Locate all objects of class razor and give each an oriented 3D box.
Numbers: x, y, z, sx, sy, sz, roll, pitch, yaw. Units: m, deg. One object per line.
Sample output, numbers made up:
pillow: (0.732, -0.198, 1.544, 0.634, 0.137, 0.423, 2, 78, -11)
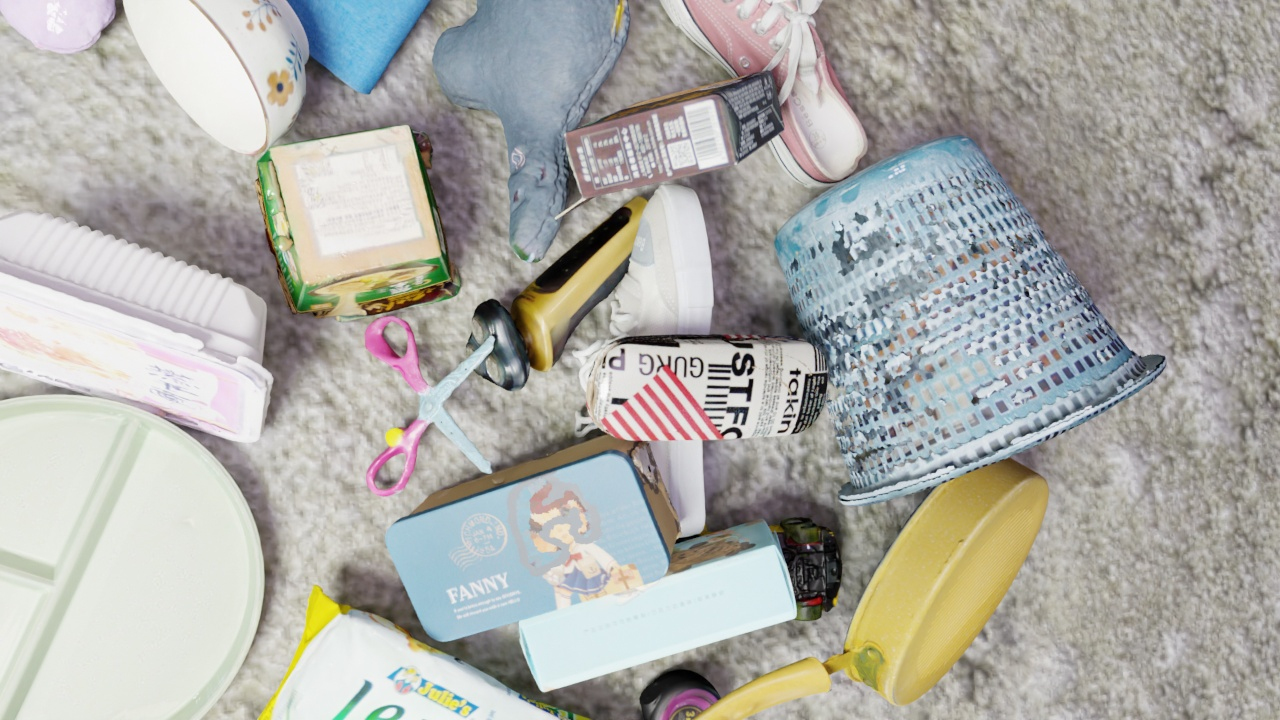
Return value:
razor: (-0.050, -0.051, 0.624, 0.167, 0.062, 0.067, -46, 130, -17)

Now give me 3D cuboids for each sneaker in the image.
sneaker: (0.094, -0.233, 0.649, 0.118, 0.088, 0.241, -37, 101, -14)
sneaker: (-0.004, 0.004, 0.620, 0.090, 0.089, 0.242, -1, 100, -10)

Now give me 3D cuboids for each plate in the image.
plate: (-0.345, 0.135, 0.545, 0.230, 0.027, 0.230, 0, 91, -17)

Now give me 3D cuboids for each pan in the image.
pan: (0.149, 0.185, 0.623, 0.356, 0.078, 0.198, -34, 138, -28)

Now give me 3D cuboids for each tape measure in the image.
tape measure: (0.029, 0.251, 0.654, 0.057, 0.039, 0.057, -15, 94, -12)

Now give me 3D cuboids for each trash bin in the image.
trash bin: (0.199, -0.035, 0.631, 0.226, 0.227, 0.195, -24, 84, -16)

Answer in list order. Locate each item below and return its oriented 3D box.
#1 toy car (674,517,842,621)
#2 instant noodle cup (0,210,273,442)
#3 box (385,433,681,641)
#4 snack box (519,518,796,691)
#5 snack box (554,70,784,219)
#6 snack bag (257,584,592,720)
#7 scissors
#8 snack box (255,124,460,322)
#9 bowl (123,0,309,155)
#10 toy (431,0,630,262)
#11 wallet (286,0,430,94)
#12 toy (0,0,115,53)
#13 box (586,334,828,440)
toy car: (0.071, 0.153, 0.663, 0.156, 0.041, 0.071, -4, 91, -7)
instant noodle cup: (-0.289, -0.021, 0.516, 0.173, 0.138, 0.060, 19, 63, -17)
box: (-0.071, 0.111, 0.578, 0.184, 0.062, 0.090, -22, 98, 13)
snack box: (0.011, 0.158, 0.603, 0.175, 0.074, 0.051, -17, 93, 3)
snack box: (0.016, -0.138, 0.581, 0.126, 0.113, 0.053, -6, 110, 26)
snack bag: (-0.139, 0.267, 0.586, 0.246, 0.068, 0.158, 33, 81, -14)
scissors: (-0.141, 0.028, 0.593, 0.133, 0.017, 0.133, -45, 73, 12)
snack box: (-0.169, -0.087, 0.558, 0.117, 0.106, 0.118, -15, 95, -17)
bowl: (-0.238, -0.185, 0.541, 0.113, 0.114, 0.062, 51, 57, -11)
toy: (-0.078, -0.244, 0.597, 0.138, 0.091, 0.356, -14, 92, -5)
wallet: (-0.177, -0.248, 0.561, 0.106, 0.040, 0.133, 38, 110, -13)
toy: (-0.338, -0.235, 0.542, 0.084, 0.039, 0.108, 24, 89, -12)
box: (0.046, 0.018, 0.560, 0.164, 0.060, 0.072, -3, 125, -25)
